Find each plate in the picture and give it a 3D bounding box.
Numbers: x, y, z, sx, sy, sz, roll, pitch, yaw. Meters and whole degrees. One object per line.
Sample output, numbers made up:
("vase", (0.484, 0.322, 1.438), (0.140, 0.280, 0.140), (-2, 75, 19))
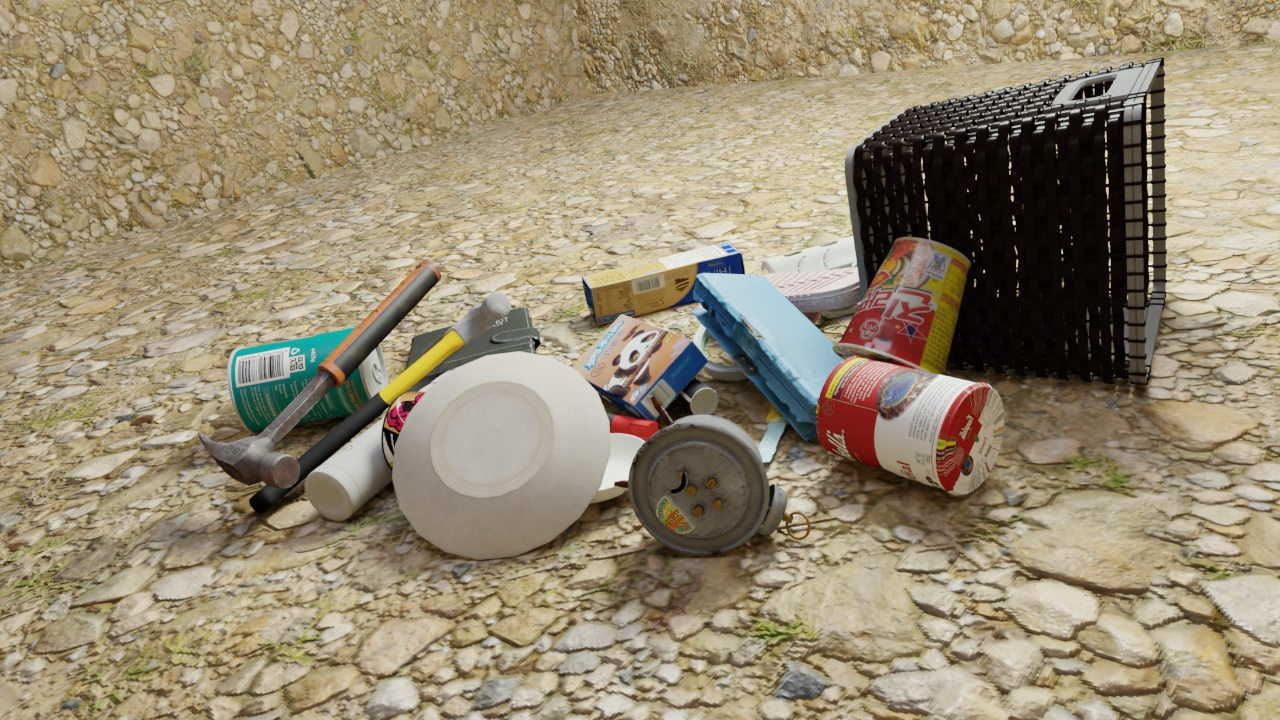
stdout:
("plate", (-0.039, 0.099, 0.797), (0.104, 0.026, 0.104), (-9, 22, 4))
("plate", (-0.120, 0.070, 0.763), (0.189, 0.027, 0.188), (-5, 60, 8))

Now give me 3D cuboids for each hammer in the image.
("hammer", (-0.267, 0.042, 0.946), (0.322, 0.029, 0.127), (-46, 11, -35))
("hammer", (-0.313, 0.000, 0.940), (0.138, 0.035, 0.313), (6, 44, 30))

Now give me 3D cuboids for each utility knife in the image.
("utility knife", (0.140, 0.042, 0.873), (0.031, 0.019, 0.216), (-9, 24, 25))

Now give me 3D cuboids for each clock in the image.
("clock", (0.058, 0.096, 0.685), (0.148, 0.104, 0.056), (24, 18, 4))

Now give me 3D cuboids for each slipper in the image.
("slipper", (0.166, -0.057, 1.028), (0.094, 0.064, 0.240), (-30, 16, -32))

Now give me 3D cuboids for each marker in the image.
("marker", (-0.048, 0.061, 0.898), (0.145, 0.021, 0.023), (7, 58, 36))

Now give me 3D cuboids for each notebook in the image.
("notebook", (-0.205, -0.008, 1.122), (0.169, 0.029, 0.209), (-15, 26, -4))

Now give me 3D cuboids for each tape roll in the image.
("tape roll", (0.103, -0.020, 0.974), (0.094, 0.018, 0.093), (-13, 48, 15))

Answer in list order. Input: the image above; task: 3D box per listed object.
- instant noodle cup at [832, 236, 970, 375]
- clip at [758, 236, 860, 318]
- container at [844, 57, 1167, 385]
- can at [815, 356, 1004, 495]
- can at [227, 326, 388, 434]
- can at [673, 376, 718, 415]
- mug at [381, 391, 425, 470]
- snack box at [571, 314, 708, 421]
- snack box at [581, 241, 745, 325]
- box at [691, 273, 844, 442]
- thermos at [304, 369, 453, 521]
("instant noodle cup", (0.233, -0.044, 0.799), (0.100, 0.112, 0.100), (21, -4, 1))
("clip", (0.216, -0.110, 1.110), (0.126, 0.099, 0.152), (-17, 13, -8))
("container", (0.365, -0.135, 0.897), (0.244, 0.246, 0.246), (1, 25, 33))
("can", (0.212, 0.049, 0.726), (0.086, 0.087, 0.116), (-27, 27, -34))
("can", (-0.369, 0.021, 1.028), (0.144, 0.099, 0.099), (-11, 23, -1))
("can", (0.045, 0.029, 0.917), (0.031, 0.031, 0.080), (-19, 24, -19))
("mug", (-0.168, 0.061, 0.863), (0.098, 0.082, 0.117), (1, 34, 25))
("snack box", (-0.006, 0.005, 0.938), (0.087, 0.034, 0.151), (-47, 30, -11))
("snack box", (0.031, -0.101, 1.201), (0.206, 0.057, 0.056), (-14, 27, -9))
("box", (0.135, -0.009, 0.891), (0.093, 0.054, 0.231), (-1, 34, -29))
("thermos", (-0.234, 0.075, 0.904), (0.052, 0.052, 0.223), (1, 25, 25))
